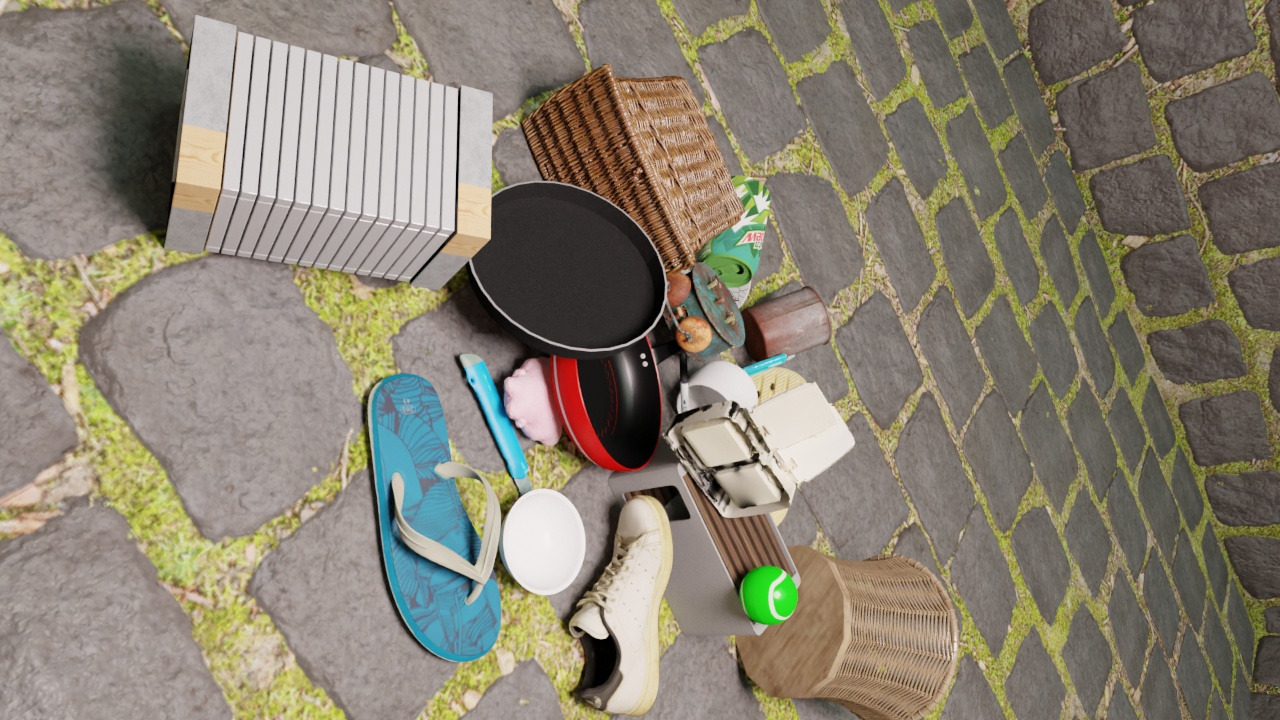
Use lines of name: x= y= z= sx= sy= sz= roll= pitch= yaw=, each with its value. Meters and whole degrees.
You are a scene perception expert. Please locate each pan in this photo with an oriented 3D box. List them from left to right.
pan: x=-0.136 y=-0.132 z=0.986 sx=0.356 sy=0.034 sz=0.224 roll=29 pitch=50 yaw=-6
pan: x=-0.007 y=0.007 z=1.125 sx=0.355 sy=0.067 sz=0.209 roll=-34 pitch=110 yaw=-64

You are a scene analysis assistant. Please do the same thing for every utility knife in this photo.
utility knife: x=-0.150 y=0.081 z=0.998 sx=0.031 sy=0.015 sz=0.196 roll=-28 pitch=100 yaw=-43
utility knife: x=0.160 y=0.010 z=1.279 sx=0.022 sy=0.117 sz=0.015 roll=68 pitch=2 yaw=-56

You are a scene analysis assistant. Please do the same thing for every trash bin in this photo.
trash bin: x=-0.273 y=-0.169 z=0.813 sx=0.246 sy=0.143 sz=0.142 roll=7 pitch=72 yaw=-29
trash bin: x=0.080 y=0.208 z=1.121 sx=0.114 sy=0.115 sz=0.229 roll=-35 pitch=103 yaw=-45

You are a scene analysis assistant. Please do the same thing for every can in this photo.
can: x=0.132 y=-0.181 z=1.289 sx=0.083 sy=0.083 sz=0.143 roll=35 pitch=55 yaw=-34

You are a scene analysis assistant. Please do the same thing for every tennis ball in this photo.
tennis ball: x=0.144 y=0.265 z=1.035 sx=0.065 sy=0.066 sz=0.065 roll=16 pitch=67 yaw=-42

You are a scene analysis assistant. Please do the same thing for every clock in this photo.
clock: x=0.077 y=-0.064 z=1.179 sx=0.157 sy=0.073 sz=0.121 roll=0 pitch=65 yaw=-62

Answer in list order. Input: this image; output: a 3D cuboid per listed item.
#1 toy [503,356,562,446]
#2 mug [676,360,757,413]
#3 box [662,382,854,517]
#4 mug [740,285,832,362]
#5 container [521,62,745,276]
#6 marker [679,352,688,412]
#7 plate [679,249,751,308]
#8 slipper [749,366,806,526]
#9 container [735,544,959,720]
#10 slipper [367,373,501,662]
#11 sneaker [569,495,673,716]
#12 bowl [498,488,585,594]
toy: x=-0.119 y=0.045 z=1.014 sx=0.093 sy=0.050 sz=0.102 roll=2 pitch=79 yaw=-58
mug: x=0.110 y=0.058 z=1.203 sx=0.115 sy=0.094 sz=0.067 roll=34 pitch=42 yaw=13
box: x=0.133 y=0.094 z=1.000 sx=0.145 sy=0.186 sz=0.065 roll=56 pitch=20 yaw=-24
mug: x=0.204 y=-0.048 z=1.336 sx=0.110 sy=0.123 sz=0.096 roll=-15 pitch=87 yaw=-12
container: x=0.006 y=-0.230 z=1.141 sx=0.182 sy=0.163 sz=0.250 roll=-30 pitch=98 yaw=-46
marker: x=0.057 y=0.062 z=1.179 sx=0.011 sy=0.011 sz=0.152 roll=-21 pitch=115 yaw=-47
plate: x=0.093 y=-0.156 z=1.317 sx=0.188 sy=0.016 sz=0.188 roll=16 pitch=67 yaw=-42
slipper: x=0.165 y=0.125 z=1.259 sx=0.111 sy=0.079 sz=0.260 roll=14 pitch=53 yaw=2
container: x=0.260 y=0.350 z=1.195 sx=0.196 sy=0.228 sz=0.226 roll=20 pitch=64 yaw=-33
slipper: x=-0.197 y=0.153 z=0.898 sx=0.118 sy=0.060 sz=0.295 roll=-12 pitch=87 yaw=-43
sneaker: x=-0.030 y=0.268 z=1.022 sx=0.102 sy=0.089 sz=0.241 roll=15 pitch=72 yaw=-34
bowl: x=-0.114 y=0.194 z=0.982 sx=0.109 sy=0.041 sz=0.109 roll=15 pitch=68 yaw=-42
